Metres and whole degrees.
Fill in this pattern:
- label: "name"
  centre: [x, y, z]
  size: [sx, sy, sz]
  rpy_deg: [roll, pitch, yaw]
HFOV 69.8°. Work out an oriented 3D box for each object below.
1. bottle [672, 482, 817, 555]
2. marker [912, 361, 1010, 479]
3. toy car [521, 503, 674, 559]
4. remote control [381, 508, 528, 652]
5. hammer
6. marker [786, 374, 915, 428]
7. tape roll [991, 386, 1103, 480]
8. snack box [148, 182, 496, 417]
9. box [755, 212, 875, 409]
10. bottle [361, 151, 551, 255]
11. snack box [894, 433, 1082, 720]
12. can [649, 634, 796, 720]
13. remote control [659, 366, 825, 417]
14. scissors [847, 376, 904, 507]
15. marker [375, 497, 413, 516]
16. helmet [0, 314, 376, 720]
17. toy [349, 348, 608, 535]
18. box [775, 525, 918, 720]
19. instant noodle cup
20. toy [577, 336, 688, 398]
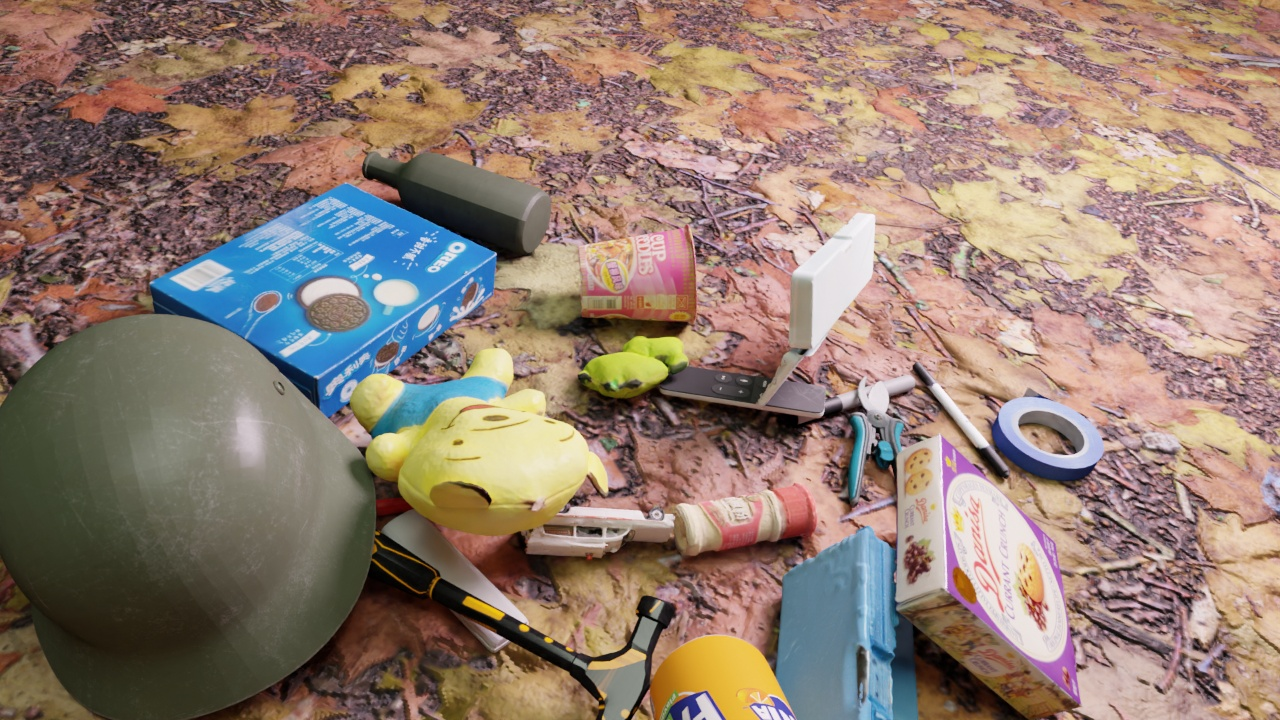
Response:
- label: "bottle"
  centre: [0.079, 0.122, 0.701]
  size: [0.109, 0.044, 0.044]
  rpy_deg: [-6, 43, -17]
- label: "marker"
  centre: [0.293, 0.053, 0.845]
  size: [0.011, 0.011, 0.152]
  rpy_deg: [-8, 43, -19]
- label: "toy car"
  centre: [-0.033, 0.128, 0.679]
  size: [0.113, 0.039, 0.039]
  rpy_deg: [5, 61, -5]
- label: "remote control"
  centre: [-0.133, 0.152, 0.648]
  size: [0.131, 0.012, 0.033]
  rpy_deg: [36, 47, 27]
- label: "hammer"
  centre: [-0.141, 0.155, 0.617]
  size: [0.321, 0.036, 0.123]
  rpy_deg: [22, 62, 18]
- label: "marker"
  centre: [0.196, 0.036, 0.842]
  size: [0.140, 0.016, 0.016]
  rpy_deg: [-14, 46, -25]
- label: "tape roll"
  centre: [0.369, 0.070, 0.834]
  size: [0.091, 0.016, 0.092]
  rpy_deg: [36, 47, 28]
- label: "snack box"
  centre: [-0.280, -0.066, 0.841]
  size: [0.196, 0.056, 0.238]
  rpy_deg: [26, 42, 19]
- label: "box"
  centre: [0.163, -0.048, 0.816]
  size: [0.049, 0.137, 0.196]
  rpy_deg: [26, 32, 18]
- label: "bottle"
  centre: [-0.200, -0.176, 0.972]
  size: [0.207, 0.072, 0.071]
  rpy_deg: [21, 42, 14]
- label: "snack box"
  centre: [0.240, 0.149, 0.644]
  size: [0.148, 0.041, 0.143]
  rpy_deg: [40, 38, -18]
- label: "can"
  centre: [0.054, 0.224, 0.513]
  size: [0.079, 0.079, 0.142]
  rpy_deg: [1, 16, -10]
- label: "remote control"
  centre: [0.092, 0.027, 0.823]
  size: [0.147, 0.008, 0.045]
  rpy_deg: [8, 32, 10]
- label: "scissors"
  centre: [0.206, 0.076, 0.789]
  size: [0.127, 0.019, 0.153]
  rpy_deg: [-24, 54, -27]
- label: "marker"
  centre: [-0.131, 0.104, 0.706]
  size: [0.142, 0.013, 0.012]
  rpy_deg: [-5, 43, -17]
- label: "helmet"
  centre: [-0.301, 0.064, 0.572]
  size: [0.226, 0.154, 0.267]
  rpy_deg: [-21, 51, -14]
- label: "toy"
  centre: [-0.119, 0.064, 0.665]
  size: [0.148, 0.084, 0.214]
  rpy_deg: [-13, 26, -32]
- label: "box"
  centre: [0.144, 0.231, 0.576]
  size: [0.102, 0.094, 0.230]
  rpy_deg: [35, 37, -15]
- label: "instant noodle cup"
  centre: [-0.005, -0.080, 0.887]
  size: [0.108, 0.098, 0.097]
  rpy_deg: [-3, 41, -3]
- label: "toy"
  centre: [-0.005, 0.005, 0.824]
  size: [0.094, 0.036, 0.093]
  rpy_deg: [0, 28, 13]
